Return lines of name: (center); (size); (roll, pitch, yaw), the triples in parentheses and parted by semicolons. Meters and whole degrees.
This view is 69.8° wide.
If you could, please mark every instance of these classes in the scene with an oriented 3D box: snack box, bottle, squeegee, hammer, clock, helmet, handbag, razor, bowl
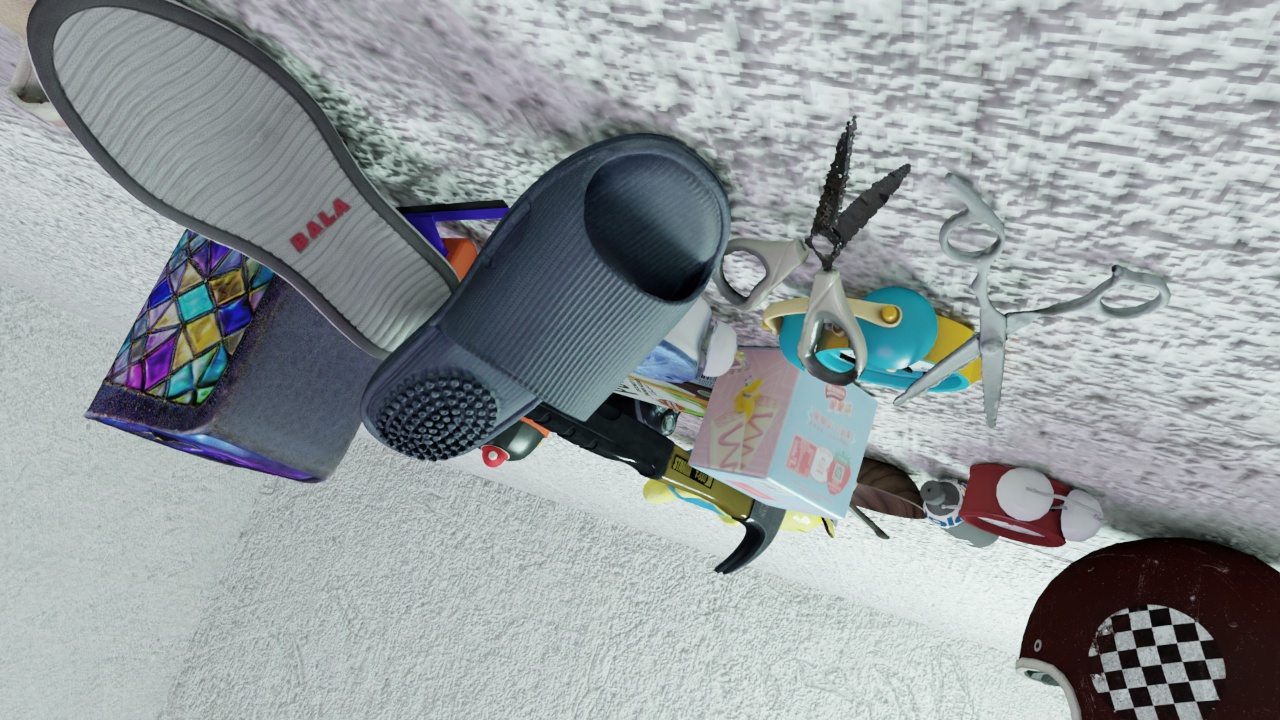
snack box: (0.103, 0.051, 0.659); (0.093, 0.094, 0.080); (30, 164, -37)
bottle: (0.286, 0.134, 0.824); (0.047, 0.047, 0.112); (5, 159, 47)
squeegee: (-0.101, -0.044, 0.652); (0.184, 0.055, 0.250); (35, 163, -37)
hammer: (-0.005, 0.059, 0.639); (0.332, 0.117, 0.025); (31, 163, -37)
clock: (0.130, -0.010, 0.503); (0.129, 0.043, 0.099); (20, 168, -31)
helmet: (0.421, 0.270, 0.715); (0.233, 0.253, 0.235); (23, 142, -36)
clock: (0.014, -0.016, 0.613); (0.125, 0.052, 0.089); (26, 164, -25)
snack box: (-0.004, 0.004, 0.758); (0.186, 0.031, 0.101); (16, 166, 17)
clock: (0.305, 0.116, 0.729); (0.087, 0.044, 0.125); (23, 167, -12)
handbag: (-0.306, -0.021, 0.707); (0.222, 0.204, 0.125); (12, 164, 36)
razor: (-0.030, 0.026, 0.837); (0.140, 0.052, 0.064); (20, 155, 5)
bowl: (0.218, 0.116, 0.875); (0.119, 0.032, 0.119); (19, 166, 5)

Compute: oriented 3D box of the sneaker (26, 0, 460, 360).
sneaker: (-0.216, -0.110, 0.526); (0.263, 0.096, 0.129); (46, 176, -41)

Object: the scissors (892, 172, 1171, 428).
scissors: (0.153, -0.020, 0.413); (0.142, 0.014, 0.165); (-23, 130, 41)

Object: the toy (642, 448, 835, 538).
toy: (0.113, 0.141, 1.016); (0.149, 0.084, 0.214); (18, 167, -22)

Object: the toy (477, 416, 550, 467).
toy: (-0.141, 0.062, 0.991); (0.098, 0.119, 0.099); (5, 157, 47)

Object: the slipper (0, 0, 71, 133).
slipper: (-0.315, -0.161, 0.518); (0.115, 0.052, 0.263); (14, 164, 20)

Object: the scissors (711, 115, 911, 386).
scissors: (0.084, -0.040, 0.417); (0.164, 0.012, 0.153); (3, 132, 57)

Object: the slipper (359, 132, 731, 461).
slipper: (-0.056, -0.001, 0.465); (0.101, 0.082, 0.264); (31, 128, -30)

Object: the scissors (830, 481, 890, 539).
scissors: (0.157, 0.090, 0.809); (0.199, 0.015, 0.180); (37, 155, 2)
